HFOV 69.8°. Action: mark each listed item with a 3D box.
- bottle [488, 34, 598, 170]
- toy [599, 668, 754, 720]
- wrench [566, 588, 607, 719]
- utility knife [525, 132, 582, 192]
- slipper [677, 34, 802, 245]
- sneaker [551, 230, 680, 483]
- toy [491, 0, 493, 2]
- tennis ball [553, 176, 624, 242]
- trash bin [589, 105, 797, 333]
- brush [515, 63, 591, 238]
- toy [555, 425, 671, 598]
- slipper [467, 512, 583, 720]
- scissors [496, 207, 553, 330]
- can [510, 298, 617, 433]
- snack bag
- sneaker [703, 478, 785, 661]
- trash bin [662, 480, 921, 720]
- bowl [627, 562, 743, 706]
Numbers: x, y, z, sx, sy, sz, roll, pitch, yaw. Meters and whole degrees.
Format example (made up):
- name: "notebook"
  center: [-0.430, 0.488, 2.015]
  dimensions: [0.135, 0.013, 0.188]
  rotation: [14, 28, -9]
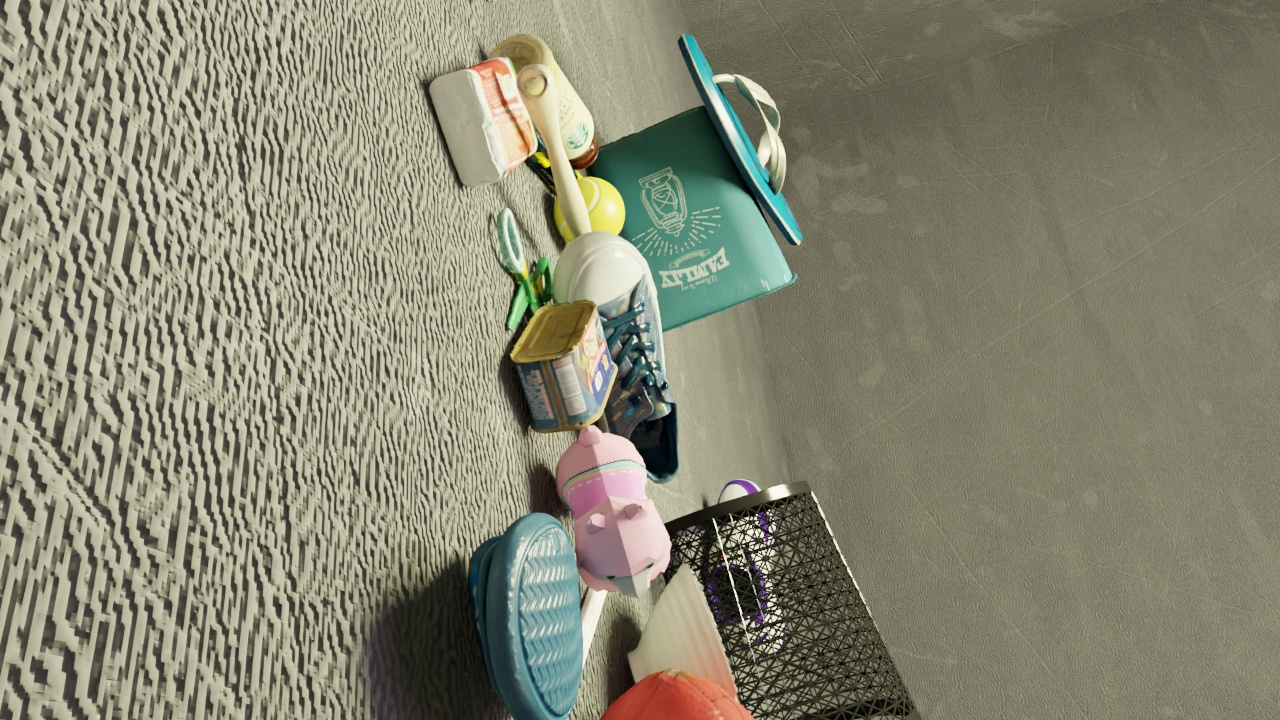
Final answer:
- name: "bottle"
  center: [-0.079, -0.219, 0.807]
  dimensions: [0.162, 0.056, 0.056]
  rotation: [41, 37, -70]
- name: "toy"
  center: [0.037, 0.310, 0.614]
  dimensions: [0.098, 0.148, 0.216]
  rotation: [-28, 108, -48]
- name: "wrench"
  center: [-0.045, 0.203, 0.609]
  dimensions: [0.272, 0.009, 0.047]
  rotation: [-66, 141, -71]
- name: "utility knife"
  center: [-0.083, -0.175, 0.813]
  dimensions: [0.203, 0.029, 0.020]
  rotation: [32, 40, -71]
- name: "slipper"
  center: [0.130, -0.237, 1.005]
  dimensions: [0.295, 0.060, 0.118]
  rotation: [48, 26, -44]
- name: "sneaker"
  center: [-0.004, 0.004, 0.753]
  dimensions: [0.079, 0.087, 0.236]
  rotation: [41, -28, 48]
- name: "toy"
  center: [-0.127, -0.334, 0.744]
  dimensions: [0.112, 0.050, 0.087]
  rotation: [9, 68, -71]
- name: "tennis ball"
  center: [-0.047, -0.135, 0.838]
  dimensions: [0.065, 0.065, 0.065]
  rotation: [-13, 89, -78]
- name: "trash bin"
  center: [0.054, -0.162, 1.078]
  dimensions: [0.199, 0.197, 0.218]
  rotation: [-44, 113, -77]
- name: "brush"
  center: [-0.053, -0.114, 0.735]
  dimensions: [0.273, 0.062, 0.077]
  rotation: [76, 3, -46]
- name: "toy"
  center: [-0.019, 0.104, 0.615]
  dimensions: [0.158, 0.067, 0.123]
  rotation: [88, -14, -69]
- name: "slipper"
  center: [-0.061, 0.141, 0.491]
  dimensions: [0.214, 0.059, 0.103]
  rotation: [88, -4, -75]
- name: "scissors"
  center: [-0.086, -0.058, 0.699]
  dimensions: [0.125, 0.011, 0.131]
  rotation: [-79, 155, -59]
- name: "can"
  center: [-0.054, 0.002, 0.663]
  dimensions: [0.099, 0.054, 0.059]
  rotation: [-74, 152, -61]
- name: "snack bag"
  center: [-0.110, -0.174, 0.661]
  dimensions: [0.115, 0.036, 0.077]
  rotation: [-75, 151, -67]
- name: "sneaker"
  center: [0.119, 0.248, 1.159]
  dimensions: [0.111, 0.092, 0.243]
  rotation: [49, 29, -47]
- name: "trash bin"
  center: [0.127, 0.261, 0.906]
  dimensions: [0.217, 0.217, 0.243]
  rotation: [34, 37, -73]
- name: "bowl"
  center: [0.034, 0.256, 0.724]
  dimensions: [0.177, 0.071, 0.177]
  rotation: [160, -89, -85]
